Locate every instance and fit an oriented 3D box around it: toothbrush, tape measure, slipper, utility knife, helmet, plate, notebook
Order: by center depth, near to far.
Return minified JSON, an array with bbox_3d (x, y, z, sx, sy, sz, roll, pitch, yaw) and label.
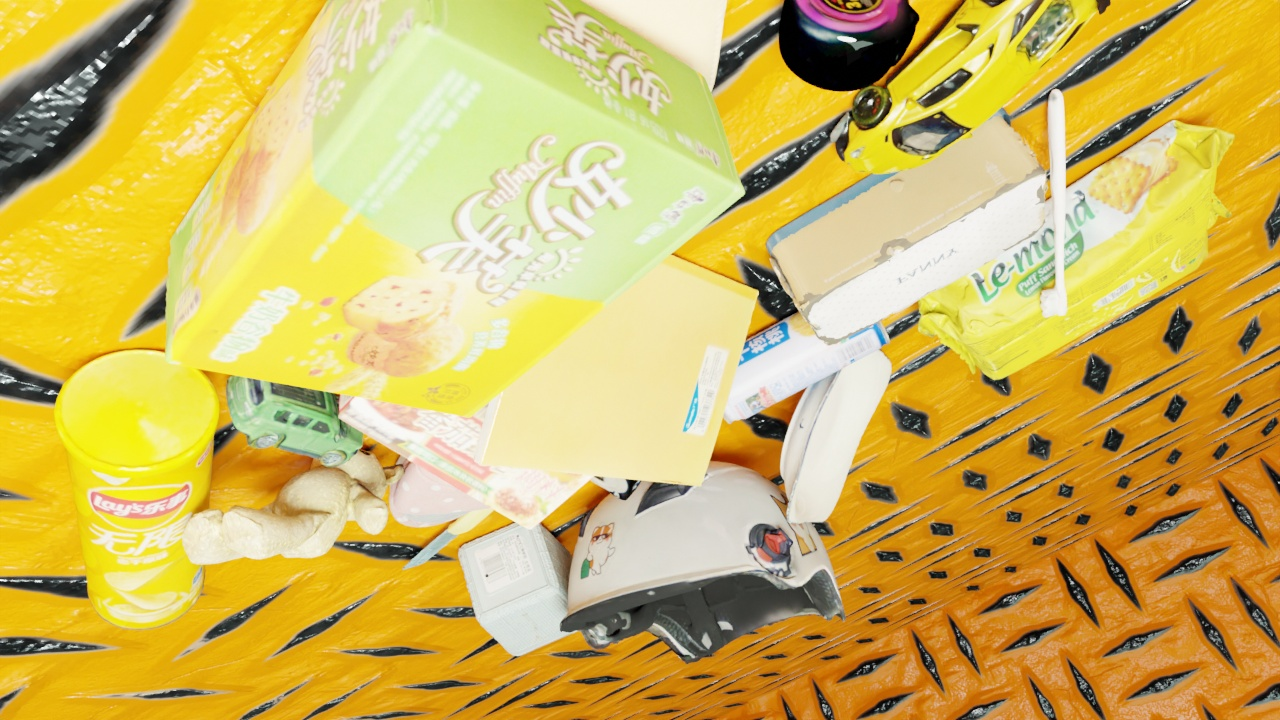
[{"bbox_3d":[0.091,-0.150,0.416,0.057,0.057,0.039,-25,154,-16],"label":"tape measure"},{"bbox_3d":[-0.003,0.003,0.564,0.206,0.010,0.146,14,93,-49],"label":"notebook"},{"bbox_3d":[0.279,-0.100,0.620,0.016,0.016,0.180,-13,129,10],"label":"toothbrush"},{"bbox_3d":[-0.088,0.049,0.628,0.114,0.054,0.275,6,139,-42],"label":"slipper"},{"bbox_3d":[-0.028,0.069,0.695,0.033,0.066,0.066,-53,162,-27],"label":"tape measure"},{"bbox_3d":[-0.130,0.122,0.761,0.031,0.022,0.217,15,127,-48],"label":"utility knife"},{"bbox_3d":[0.161,0.060,0.792,0.163,0.034,0.164,20,92,-63],"label":"plate"},{"bbox_3d":[0.051,0.171,0.837,0.273,0.156,0.231,22,140,-40],"label":"helmet"}]

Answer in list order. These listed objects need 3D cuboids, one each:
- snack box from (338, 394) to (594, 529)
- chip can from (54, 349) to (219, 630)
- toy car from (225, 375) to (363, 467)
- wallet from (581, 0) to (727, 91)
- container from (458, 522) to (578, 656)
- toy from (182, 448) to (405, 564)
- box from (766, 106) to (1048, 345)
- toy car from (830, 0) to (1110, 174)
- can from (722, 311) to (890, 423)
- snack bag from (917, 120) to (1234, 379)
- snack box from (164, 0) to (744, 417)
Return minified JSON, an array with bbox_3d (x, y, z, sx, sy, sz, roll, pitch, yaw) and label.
[{"bbox_3d":[-0.098,0.041,0.558,0.075,0.025,0.153,-41,123,16],"label":"snack box"},{"bbox_3d":[-0.283,0.082,0.524,0.072,0.072,0.214,-6,148,-30],"label":"chip can"},{"bbox_3d":[-0.195,0.031,0.529,0.036,0.043,0.091,-31,151,13],"label":"toy car"},{"bbox_3d":[-0.019,-0.130,0.404,0.115,0.024,0.087,-17,154,-11],"label":"wallet"},{"bbox_3d":[-0.109,0.209,0.857,0.090,0.090,0.111,-23,149,-3],"label":"container"},{"bbox_3d":[-0.206,0.088,0.555,0.105,0.066,0.157,-15,-178,15],"label":"toy"},{"bbox_3d":[0.178,-0.085,0.592,0.184,0.062,0.090,-31,152,10],"label":"box"},{"bbox_3d":[0.173,-0.152,0.492,0.071,0.041,0.156,8,140,-44],"label":"toy car"},{"bbox_3d":[0.114,-0.004,0.688,0.135,0.053,0.053,-29,152,9],"label":"can"},{"bbox_3d":[0.347,-0.073,0.731,0.247,0.068,0.158,-35,150,19],"label":"snack bag"},{"bbox_3d":[-0.085,-0.061,0.393,0.157,0.070,0.211,16,140,-42],"label":"snack box"}]
